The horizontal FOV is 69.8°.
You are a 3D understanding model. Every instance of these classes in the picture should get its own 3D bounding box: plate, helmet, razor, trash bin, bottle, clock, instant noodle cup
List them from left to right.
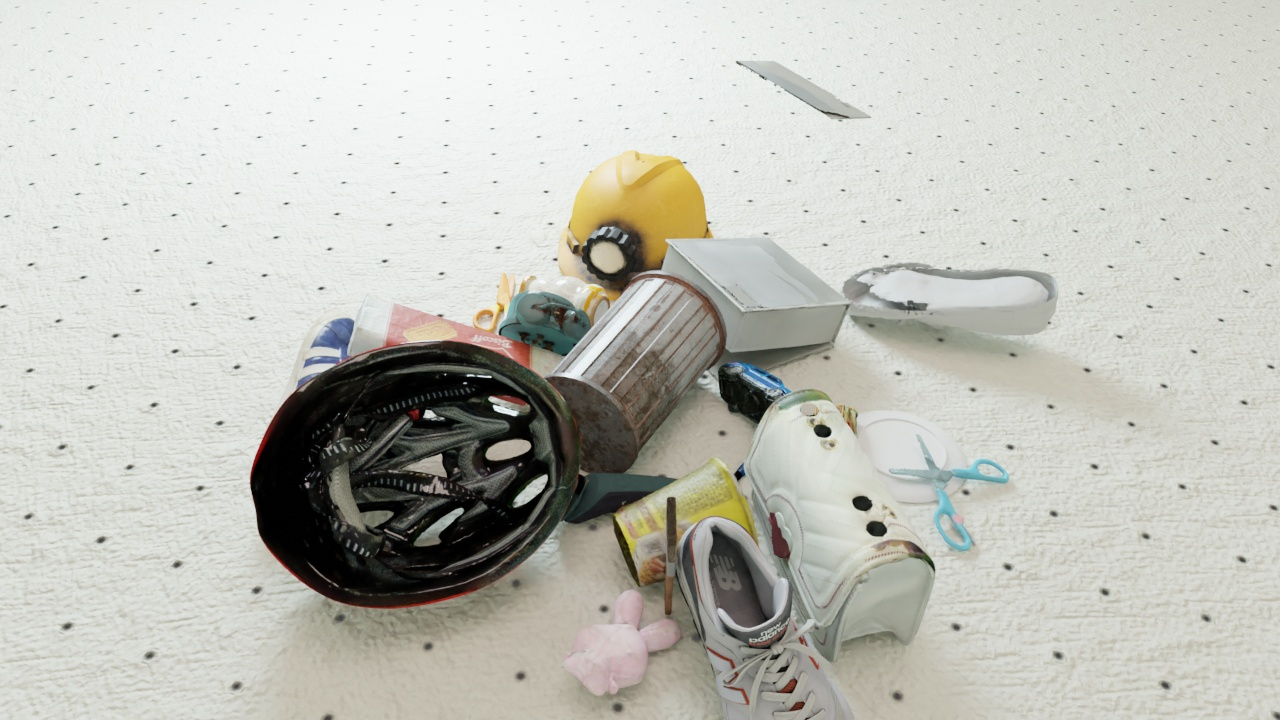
[{"bbox_3d":[-0.187,0.094,0.787,0.271,0.217,0.167,-12,-4,-18],"label":"helmet"},{"bbox_3d":[-0.105,-0.043,1.014,0.090,0.124,0.053,19,65,-25],"label":"clock"},{"bbox_3d":[-0.092,-0.071,1.096,0.108,0.063,0.063,20,42,23],"label":"bottle"},{"bbox_3d":[-0.017,0.129,0.870,0.142,0.052,0.047,2,40,-15],"label":"razor"},{"bbox_3d":[-0.006,0.006,0.952,0.131,0.131,0.210,20,44,21],"label":"trash bin"},{"bbox_3d":[-0.004,-0.202,1.207,0.205,0.131,0.254,12,39,13],"label":"helmet"},{"bbox_3d":[0.037,0.148,0.811,0.108,0.102,0.102,-20,43,-11],"label":"instant noodle cup"},{"bbox_3d":[0.269,0.093,0.947,0.134,0.011,0.134,1,39,-1],"label":"plate"}]

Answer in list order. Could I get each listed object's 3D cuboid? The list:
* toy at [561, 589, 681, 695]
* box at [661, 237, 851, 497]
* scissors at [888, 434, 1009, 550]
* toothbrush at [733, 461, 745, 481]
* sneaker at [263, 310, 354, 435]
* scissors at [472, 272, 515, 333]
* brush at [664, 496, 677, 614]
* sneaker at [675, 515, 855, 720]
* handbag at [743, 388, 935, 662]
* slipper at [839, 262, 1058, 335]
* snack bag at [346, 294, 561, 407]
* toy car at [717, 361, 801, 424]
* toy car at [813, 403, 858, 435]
[{"bbox_3d":[-0.017,0.231,0.740,0.063,0.047,0.109,29,35,25],"label":"toy"},{"bbox_3d":[0.123,0.038,1.175,0.171,0.405,0.169,-18,43,-24],"label":"box"},{"bbox_3d":[0.311,0.126,0.900,0.135,0.015,0.135,1,53,-17],"label":"scissors"},{"bbox_3d":[0.111,0.103,0.926,0.014,0.014,0.167,50,51,1],"label":"toothbrush"},{"bbox_3d":[-0.284,0.031,0.936,0.118,0.092,0.232,1,40,6],"label":"sneaker"},{"bbox_3d":[-0.164,-0.073,1.134,0.070,0.013,0.130,5,40,2],"label":"scissors"},{"bbox_3d":[0.023,0.168,0.741,0.008,0.143,0.045,0,48,0],"label":"brush"},{"bbox_3d":[0.088,0.211,0.664,0.088,0.124,0.239,-24,60,-10],"label":"sneaker"},{"bbox_3d":[0.162,0.139,0.787,0.096,0.142,0.198,-9,39,-10],"label":"handbag"},{"bbox_3d":[0.365,-0.071,1.103,0.247,0.075,0.112,5,32,20],"label":"slipper"},{"bbox_3d":[-0.189,-0.005,0.964,0.225,0.041,0.077,16,36,-18],"label":"snack bag"},{"bbox_3d":[0.127,0.037,0.965,0.043,0.056,0.120,-20,30,-23],"label":"toy car"},{"bbox_3d":[0.194,0.072,0.936,0.047,0.047,0.111,-5,36,21],"label":"toy car"}]
